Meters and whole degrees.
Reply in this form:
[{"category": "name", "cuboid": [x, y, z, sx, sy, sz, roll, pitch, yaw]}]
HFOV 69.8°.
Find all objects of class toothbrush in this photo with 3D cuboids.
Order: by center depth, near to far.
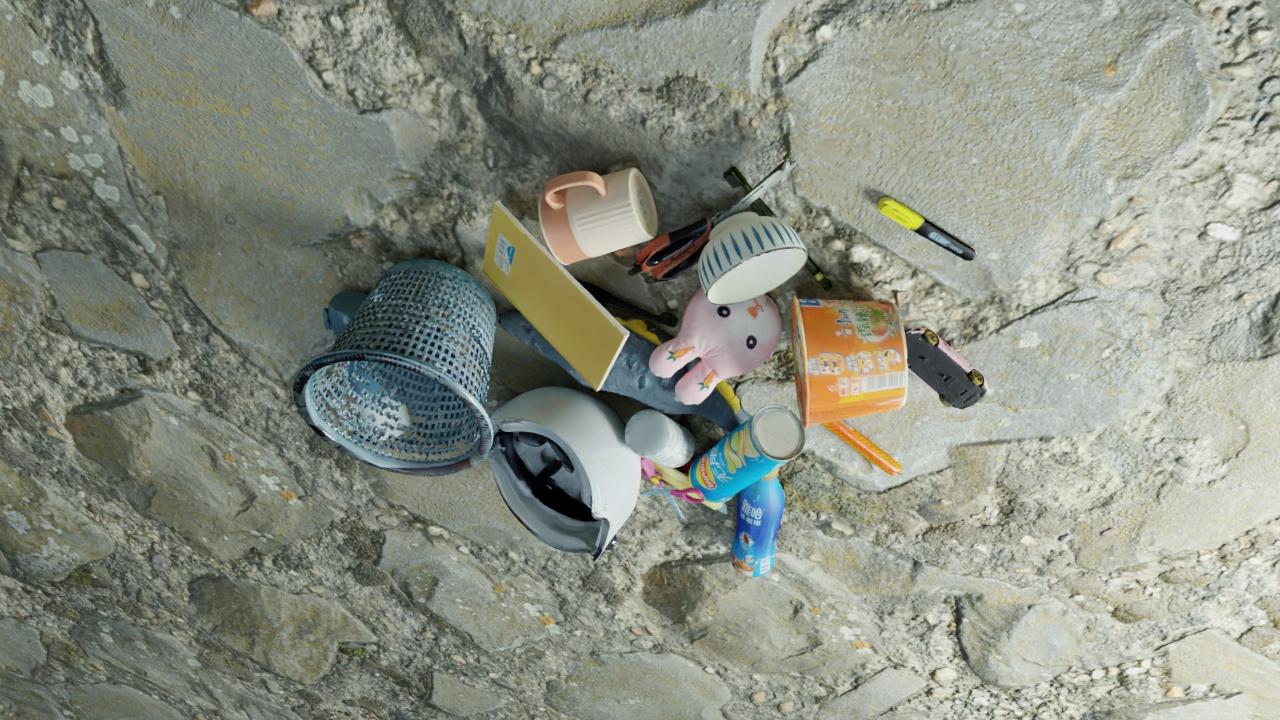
[{"category": "toothbrush", "cuboid": [0.152, -0.141, 1.003, 0.017, 0.012, 0.186, -25, 121, 37]}, {"category": "toothbrush", "cuboid": [-0.056, -0.078, 1.097, 0.212, 0.026, 0.027, 18, 149, -3]}]

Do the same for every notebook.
[{"category": "notebook", "cuboid": [-0.102, -0.068, 1.031, 0.206, 0.010, 0.146, 45, 151, 9]}]

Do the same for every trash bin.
[{"category": "trash bin", "cuboid": [-0.263, -0.004, 1.086, 0.226, 0.194, 0.227, 7, 140, 5]}]

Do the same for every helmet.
[{"category": "helmet", "cuboid": [-0.091, 0.130, 1.195, 0.229, 0.145, 0.259, 37, 150, 17]}]

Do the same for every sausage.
[{"category": "sausage", "cuboid": [0.280, 0.104, 1.179, 0.165, 0.021, 0.022, 36, 128, -18]}]

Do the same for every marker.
[{"category": "marker", "cuboid": [0.303, -0.137, 0.969, 0.124, 0.015, 0.018, 27, 134, -12]}]

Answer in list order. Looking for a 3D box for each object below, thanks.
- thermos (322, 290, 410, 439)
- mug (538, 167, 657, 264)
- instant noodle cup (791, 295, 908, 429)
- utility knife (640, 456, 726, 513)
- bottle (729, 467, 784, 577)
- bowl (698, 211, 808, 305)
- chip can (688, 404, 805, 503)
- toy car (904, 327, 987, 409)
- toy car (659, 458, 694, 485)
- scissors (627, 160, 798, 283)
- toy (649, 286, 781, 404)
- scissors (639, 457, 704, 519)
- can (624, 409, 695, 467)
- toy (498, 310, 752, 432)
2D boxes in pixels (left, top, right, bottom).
[{"category": "thermos", "cuboid": [-0.361, 0.008, 1.218, 0.070, 0.070, 0.221, 4, 131, 10]}, {"category": "mug", "cuboid": [-0.050, -0.162, 0.977, 0.106, 0.081, 0.114, -13, 150, 20]}, {"category": "instant noodle cup", "cuboid": [0.231, -0.001, 1.023, 0.111, 0.151, 0.151, -5, 129, 6]}, {"category": "utility knife", "cuboid": [0.049, 0.163, 1.244, 0.163, 0.018, 0.031, 34, 129, 5]}, {"category": "bottle", "cuboid": [0.164, 0.213, 1.271, 0.065, 0.065, 0.219, 7, 131, 7]}, {"category": "bowl", "cuboid": [0.112, -0.115, 0.976, 0.116, 0.066, 0.116, -19, 161, -7]}, {"category": "chip can", "cuboid": [0.129, 0.121, 1.147, 0.071, 0.071, 0.211, 24, 154, -8]}, {"category": "toy car", "cuboid": [0.349, 0.007, 1.070, 0.122, 0.037, 0.056, 40, 125, -5]}, {"category": "toy car", "cuboid": [0.047, 0.154, 1.272, 0.106, 0.031, 0.049, 15, 131, 3]}, {"category": "scissors", "cuboid": [0.072, -0.146, 0.974, 0.193, 0.015, 0.207, -17, 160, -13]}, {"category": "toy", "cuboid": [0.088, -0.023, 1.054, 0.159, 0.054, 0.121, -46, 110, 0]}, {"category": "scissors", "cuboid": [0.038, 0.176, 1.242, 0.136, 0.017, 0.133, 5, 139, 40]}, {"category": "can", "cuboid": [0.028, 0.101, 1.161, 0.058, 0.058, 0.146, -3, 168, 15]}, {"category": "toy", "cuboid": [-0.007, 0.007, 1.127, 0.356, 0.091, 0.138, 22, 159, -5]}]
